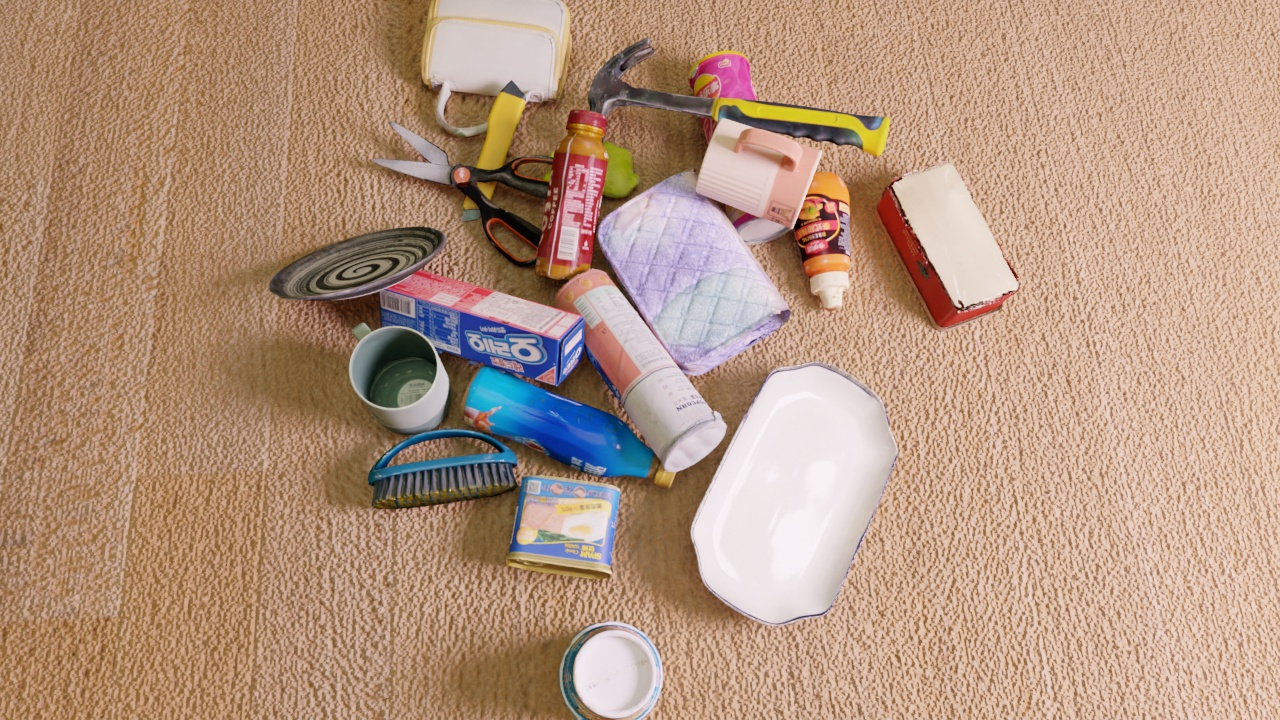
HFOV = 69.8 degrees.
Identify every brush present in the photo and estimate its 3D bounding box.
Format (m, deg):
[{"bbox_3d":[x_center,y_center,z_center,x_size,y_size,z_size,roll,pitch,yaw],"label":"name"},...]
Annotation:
[{"bbox_3d":[-0.192,0.103,0.891,0.144,0.055,0.073,-8,72,-6],"label":"brush"}]

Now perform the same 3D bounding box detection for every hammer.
[{"bbox_3d":[0.100,-0.268,0.975,0.323,0.032,0.126,13,78,15],"label":"hammer"}]

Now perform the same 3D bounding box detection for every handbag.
[{"bbox_3d":[-0.168,-0.336,1.048,0.163,0.063,0.178,7,74,1],"label":"handbag"},{"bbox_3d":[0.051,-0.090,0.960,0.134,0.075,0.194,-31,77,0],"label":"handbag"}]

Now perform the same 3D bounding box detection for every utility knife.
[{"bbox_3d":[-0.165,-0.229,1.016,0.033,0.015,0.167,19,87,-3],"label":"utility knife"}]

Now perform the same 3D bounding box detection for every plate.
[{"bbox_3d":[0.149,0.127,0.899,0.162,0.034,0.265,31,71,-6],"label":"plate"},{"bbox_3d":[-0.279,-0.093,0.922,0.179,0.024,0.179,-11,27,5],"label":"plate"}]

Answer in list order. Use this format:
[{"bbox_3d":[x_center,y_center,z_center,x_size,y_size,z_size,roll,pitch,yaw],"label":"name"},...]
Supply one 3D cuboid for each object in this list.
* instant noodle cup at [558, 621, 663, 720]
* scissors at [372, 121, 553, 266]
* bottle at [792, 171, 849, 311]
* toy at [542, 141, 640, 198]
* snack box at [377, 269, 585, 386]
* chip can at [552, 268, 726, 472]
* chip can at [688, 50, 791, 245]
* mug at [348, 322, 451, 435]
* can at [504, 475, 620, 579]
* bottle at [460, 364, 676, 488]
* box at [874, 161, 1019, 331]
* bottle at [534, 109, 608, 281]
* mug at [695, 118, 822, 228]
[{"bbox_3d":[-0.024,0.278,0.810,0.099,0.110,0.099,1,70,-4],"label":"instant noodle cup"},{"bbox_3d":[-0.179,-0.182,0.993,0.227,0.022,0.198,-7,86,0],"label":"scissors"},{"bbox_3d":[0.199,-0.126,0.994,0.066,0.067,0.149,-4,78,-5],"label":"bottle"},{"bbox_3d":[-0.055,-0.210,1.022,0.096,0.031,0.100,43,78,8],"label":"toy"},{"bbox_3d":[-0.158,-0.035,0.907,0.208,0.057,0.058,16,33,17],"label":"snack box"},{"bbox_3d":[-0.005,0.005,0.903,0.071,0.071,0.214,-30,62,-13],"label":"chip can"},{"bbox_3d":[0.111,-0.236,1.019,0.071,0.071,0.210,-10,71,-7],"label":"chip can"},{"bbox_3d":[-0.238,0.014,0.892,0.082,0.106,0.112,-40,78,-15],"label":"mug"},{"bbox_3d":[-0.072,0.159,0.878,0.102,0.057,0.083,8,68,-1],"label":"can"},{"bbox_3d":[-0.067,0.071,0.903,0.219,0.065,0.065,22,71,5],"label":"bottle"},{"bbox_3d":[0.333,-0.128,0.991,0.091,0.077,0.168,-20,73,-9],"label":"box"},{"bbox_3d":[-0.068,-0.169,0.954,0.057,0.057,0.175,10,95,0],"label":"bottle"},{"bbox_3d":[0.118,-0.192,0.906,0.106,0.114,0.081,21,78,5],"label":"mug"}]
